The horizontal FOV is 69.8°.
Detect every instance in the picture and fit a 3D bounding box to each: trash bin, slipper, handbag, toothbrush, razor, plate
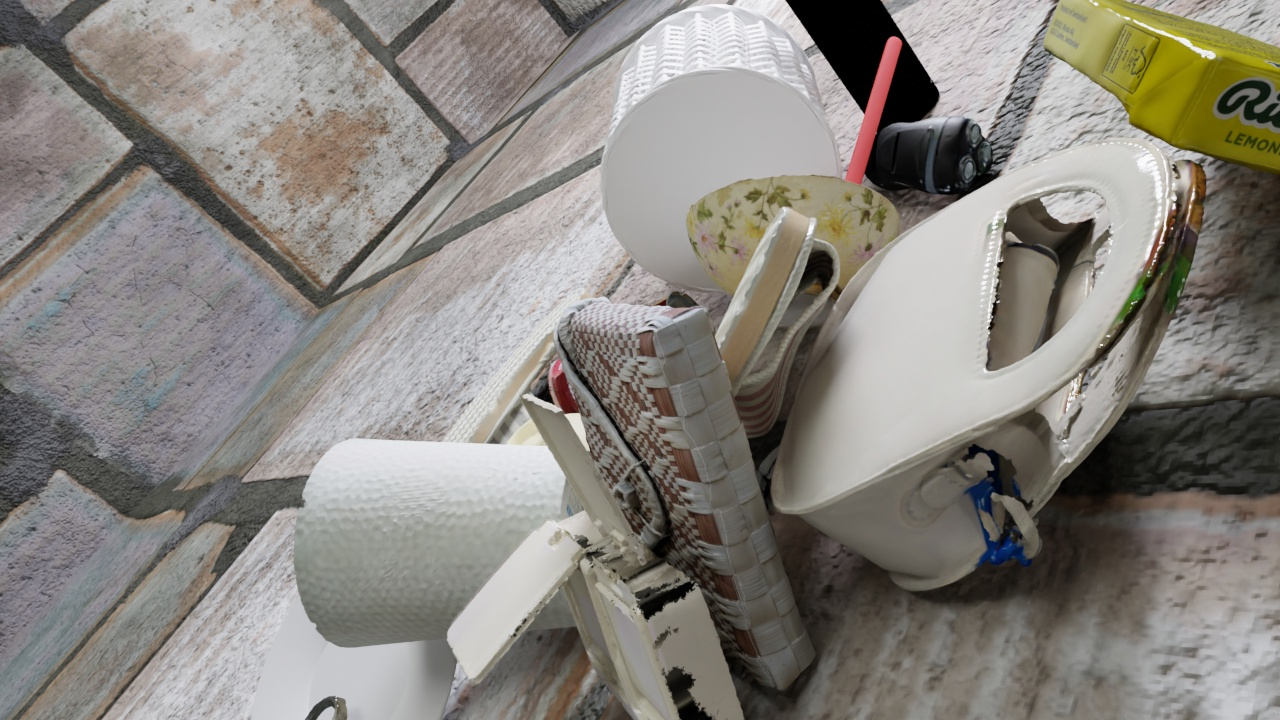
[{"bbox_3d":[-0.107,0.111,0.574,0.161,0.133,0.133,-5,36,16],"label":"trash bin"},{"bbox_3d":[-0.124,0.044,0.864,0.272,0.054,0.115,-56,22,-17],"label":"slipper"},{"bbox_3d":[0.161,-0.003,0.403,0.200,0.093,0.200,-44,14,49],"label":"handbag"},{"bbox_3d":[0.170,-0.168,0.698,0.018,0.012,0.212,114,177,-64],"label":"toothbrush"},{"bbox_3d":[0.014,0.061,0.448,0.047,0.186,0.124,-24,15,-24],"label":"handbag"},{"bbox_3d":[0.205,-0.149,0.674,0.140,0.063,0.053,-124,40,-76],"label":"razor"},{"bbox_3d":[-0.203,0.226,0.656,0.209,0.015,0.208,-21,51,28],"label":"plate"},{"bbox_3d":[0.068,-0.006,0.526,0.115,0.052,0.263,-63,-5,-13],"label":"slipper"}]

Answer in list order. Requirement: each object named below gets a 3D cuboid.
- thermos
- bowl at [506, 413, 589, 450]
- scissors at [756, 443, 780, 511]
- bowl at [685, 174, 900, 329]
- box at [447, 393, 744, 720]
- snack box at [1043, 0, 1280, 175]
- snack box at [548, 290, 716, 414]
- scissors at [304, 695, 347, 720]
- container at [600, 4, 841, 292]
[{"bbox_3d":[0.160,-0.294,0.754,0.061,0.231,0.061,-35,24,18],"label":"thermos"},{"bbox_3d":[-0.059,0.080,0.666,0.118,0.074,0.117,-35,24,18],"label":"bowl"},{"bbox_3d":[0.048,0.094,0.540,0.136,0.019,0.138,-24,28,33],"label":"scissors"},{"bbox_3d":[0.100,-0.061,0.611,0.146,0.145,0.063,-17,64,47],"label":"bowl"},{"bbox_3d":[-0.043,0.104,0.425,0.098,0.184,0.144,-22,11,-19],"label":"box"},{"bbox_3d":[0.275,-0.130,0.436,0.180,0.121,0.045,-86,9,-60],"label":"snack box"},{"bbox_3d":[-0.004,0.004,0.713,0.122,0.072,0.072,-30,26,28],"label":"snack box"},{"bbox_3d":[-0.208,0.294,0.587,0.158,0.012,0.170,-26,45,20],"label":"scissors"},{"bbox_3d":[0.065,-0.181,0.773,0.190,0.189,0.186,-33,26,22],"label":"container"}]
